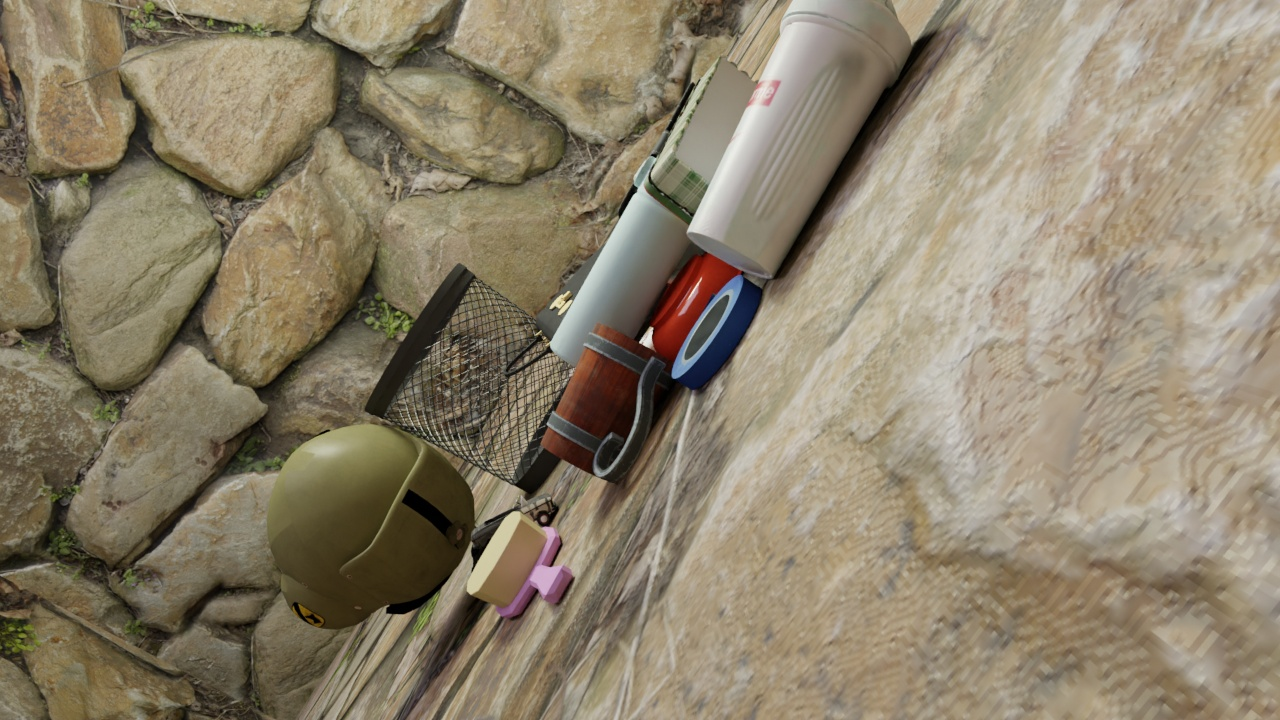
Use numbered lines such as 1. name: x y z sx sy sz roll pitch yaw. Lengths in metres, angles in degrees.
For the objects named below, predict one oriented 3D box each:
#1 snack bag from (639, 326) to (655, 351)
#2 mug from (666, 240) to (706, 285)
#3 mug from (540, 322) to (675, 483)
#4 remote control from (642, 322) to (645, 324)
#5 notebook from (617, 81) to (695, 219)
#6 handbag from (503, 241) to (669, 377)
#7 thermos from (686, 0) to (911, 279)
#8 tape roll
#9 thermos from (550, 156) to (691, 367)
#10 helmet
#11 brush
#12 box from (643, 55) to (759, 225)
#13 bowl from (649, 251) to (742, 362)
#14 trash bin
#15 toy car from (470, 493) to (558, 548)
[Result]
1. snack bag: -0.005 0.005 0.890 0.070 0.016 0.196 -41 13 54
2. mug: 0.054 -0.128 0.903 0.116 0.080 0.096 -28 12 2
3. mug: -0.020 0.039 0.749 0.111 0.081 0.117 -62 28 -2
4. remote control: 0.032 -0.091 1.079 0.124 0.012 0.028 -53 10 26
5. notebook: 0.045 -0.226 1.173 0.208 0.029 0.169 -64 -24 -17
6. handbag: -0.076 -0.044 1.038 0.195 0.072 0.176 -38 15 -5
7. thermos: 0.116 -0.171 0.662 0.220 0.099 0.099 -62 9 -2
8. tape roll: 0.057 -0.021 0.694 0.091 0.016 0.093 -60 9 -15
9. thermos: -0.005 -0.086 0.824 0.207 0.078 0.065 -60 -7 9
10. helmet: -0.305 0.193 1.079 0.234 0.255 0.249 -52 13 54
11. brush: -0.103 0.178 0.793 0.089 0.043 0.229 -60 9 -16
12. box: 0.080 -0.176 0.786 0.050 0.117 0.204 -47 15 41
13. bowl: 0.044 -0.053 0.811 0.122 0.035 0.122 -56 9 13
14. trash bin: -0.190 0.030 1.164 0.218 0.227 0.217 -56 9 13
15. toy car: -0.129 0.160 0.926 0.092 0.037 0.040 -26 3 -9
